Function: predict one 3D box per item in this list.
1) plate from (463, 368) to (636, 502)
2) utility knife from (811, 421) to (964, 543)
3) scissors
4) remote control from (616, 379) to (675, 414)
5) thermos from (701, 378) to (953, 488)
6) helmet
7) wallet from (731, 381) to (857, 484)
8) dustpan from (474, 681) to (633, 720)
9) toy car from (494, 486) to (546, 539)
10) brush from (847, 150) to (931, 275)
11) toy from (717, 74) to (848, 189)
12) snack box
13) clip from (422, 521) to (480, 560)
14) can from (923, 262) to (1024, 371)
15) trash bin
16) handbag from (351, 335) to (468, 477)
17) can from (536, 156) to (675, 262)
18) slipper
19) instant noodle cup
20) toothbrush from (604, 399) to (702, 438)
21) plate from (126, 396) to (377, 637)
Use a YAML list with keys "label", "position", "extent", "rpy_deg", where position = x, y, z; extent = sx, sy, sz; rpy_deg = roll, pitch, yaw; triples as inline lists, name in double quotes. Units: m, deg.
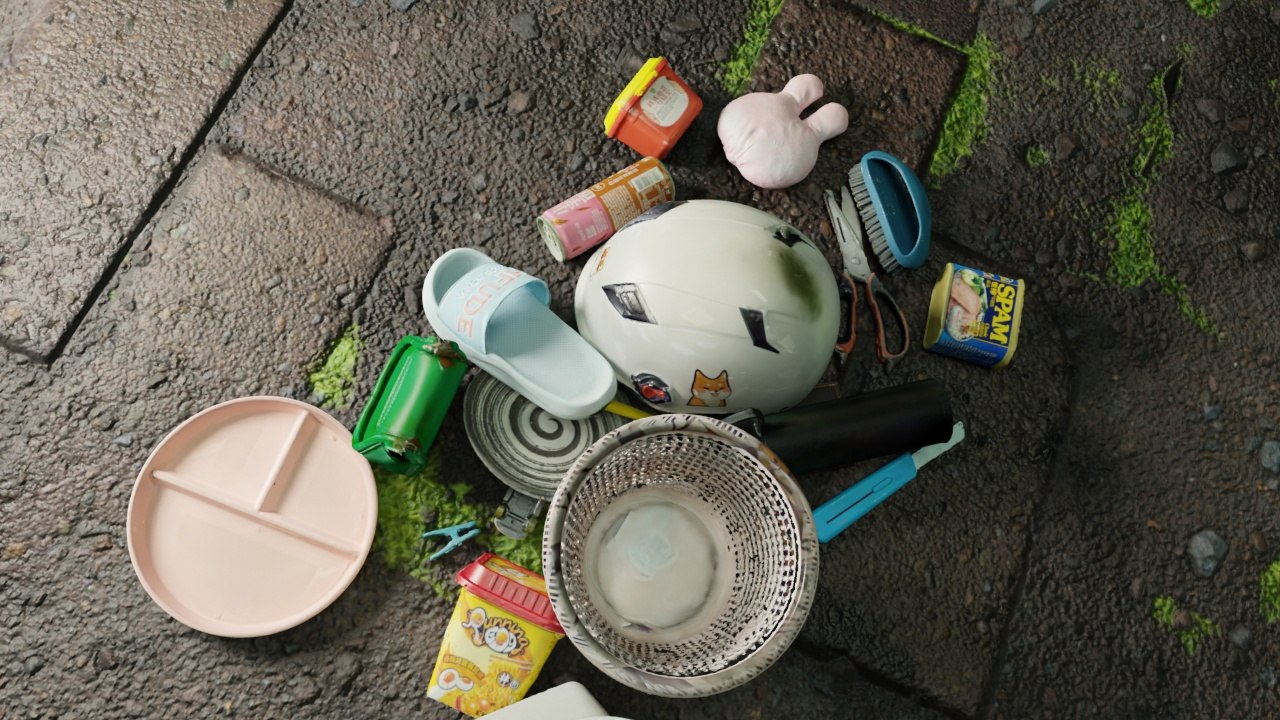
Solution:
- label: "plate"
  position: [-0.090, 0.065, 0.919]
  extent: [0.179, 0.024, 0.179]
  rpy_deg: [11, 51, -15]
- label: "utility knife"
  position: [0.260, 0.124, 0.963]
  extent: [0.216, 0.018, 0.034]
  rpy_deg: [-31, 79, -15]
- label: "scissors"
  position: [0.232, -0.090, 1.022]
  extent: [0.202, 0.015, 0.204]
  rpy_deg: [39, 75, 6]
- label: "remote control"
  position: [-0.006, 0.006, 0.965]
  extent: [0.136, 0.024, 0.053]
  rpy_deg: [40, 68, 5]
- label: "thermos"
  position: [0.186, 0.068, 0.912]
  extent: [0.242, 0.090, 0.068]
  rpy_deg: [-11, 50, -7]
- label: "helmet"
  position: [0.079, -0.066, 0.911]
  extent: [0.274, 0.157, 0.229]
  rpy_deg: [20, 67, -5]
- label: "wallet"
  position: [0.160, 0.074, 0.966]
  extent: [0.122, 0.020, 0.096]
  rpy_deg: [-8, 71, -8]
- label: "dustpan"
  position: [-0.069, 0.389, 0.753]
  extent: [0.257, 0.143, 0.223]
  rpy_deg: [-24, 108, -19]
- label: "toy car"
  position: [-0.111, 0.134, 0.911]
  extent: [0.042, 0.035, 0.090]
  rpy_deg: [25, 71, 3]
- label: "brush"
  position: [0.283, -0.169, 1.017]
  extent: [0.055, 0.074, 0.143]
  rpy_deg: [-7, 75, -35]
- label: "toy"
  position: [0.163, -0.262, 1.045]
  extent: [0.159, 0.054, 0.121]
  rpy_deg: [-34, 81, -19]
- label: "snack box"
  position: [0.016, -0.276, 1.022]
  extent: [0.080, 0.082, 0.091]
  rpy_deg: [38, 74, -5]
- label: "clip"
  position: [-0.185, 0.175, 0.904]
  extent: [0.055, 0.013, 0.038]
  rpy_deg: [-20, 78, -9]
- label: "can"
  position: [0.364, -0.049, 1.003]
  extent: [0.083, 0.057, 0.102]
  rpy_deg: [15, 73, 1]
- label: "trash bin"
  position: [0.025, 0.178, 0.830]
  extent: [0.227, 0.192, 0.227]
  rpy_deg: [1, 74, -5]
- label: "handbag"
  position: [-0.219, 0.040, 0.881]
  extent: [0.068, 0.120, 0.131]
  rpy_deg: [27, 70, -19]
- label: "can"
  position: [-0.036, -0.164, 0.993]
  extent: [0.147, 0.058, 0.058]
  rpy_deg: [-31, 79, -13]
- label: "slipper"
  position: [-0.123, -0.035, 0.911]
  extent: [0.245, 0.074, 0.103]
  rpy_deg: [38, 56, 20]
- label: "instant noodle cup"
  position: [-0.130, 0.256, 0.841]
  extent: [0.116, 0.116, 0.123]
  rpy_deg: [25, 85, 1]
- label: "toothbrush"
  position: [-0.001, 0.053, 0.937]
  extent: [0.190, 0.017, 0.015]
  rpy_deg: [19, 48, -8]
- label: "plate"
  position: [-0.369, 0.148, 0.885]
  extent: [0.229, 0.028, 0.229]
  rpy_deg: [2, 74, -7]
